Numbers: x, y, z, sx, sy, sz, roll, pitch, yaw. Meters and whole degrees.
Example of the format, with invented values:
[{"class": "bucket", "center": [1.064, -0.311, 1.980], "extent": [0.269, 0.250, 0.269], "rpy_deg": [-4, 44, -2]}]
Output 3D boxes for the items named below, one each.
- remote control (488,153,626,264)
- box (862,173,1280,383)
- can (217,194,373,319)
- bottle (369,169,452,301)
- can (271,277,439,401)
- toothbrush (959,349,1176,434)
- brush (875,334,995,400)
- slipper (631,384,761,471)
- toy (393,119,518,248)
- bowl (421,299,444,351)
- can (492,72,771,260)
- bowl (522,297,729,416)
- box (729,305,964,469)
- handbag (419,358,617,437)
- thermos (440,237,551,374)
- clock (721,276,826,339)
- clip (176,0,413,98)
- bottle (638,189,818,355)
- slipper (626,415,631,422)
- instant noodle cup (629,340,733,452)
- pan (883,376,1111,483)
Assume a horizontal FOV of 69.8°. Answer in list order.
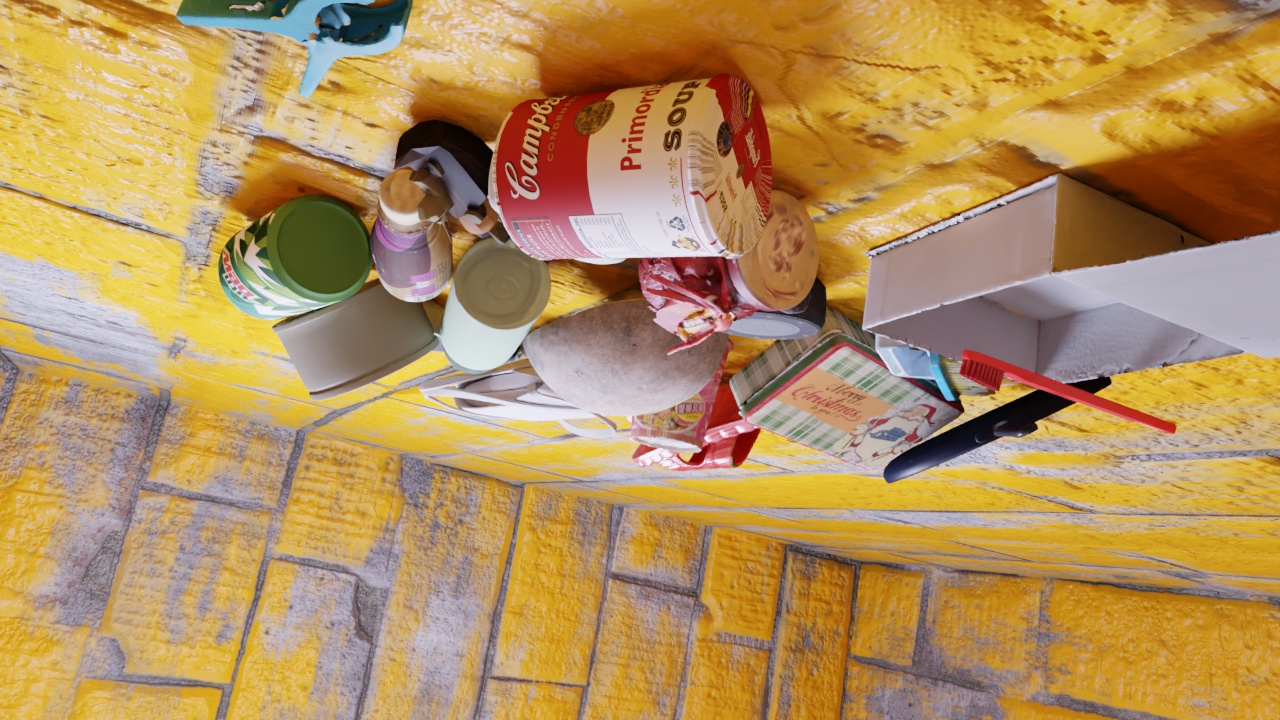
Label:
[{"class": "remote control", "center": [-0.044, -0.096, 0.551], "extent": [0.028, 0.060, 0.114], "rpy_deg": [-3, 165, 35]}, {"class": "box", "center": [0.289, -0.033, 0.475], "extent": [0.166, 0.098, 0.369], "rpy_deg": [15, 172, -21]}, {"class": "can", "center": [-0.283, -0.079, 0.744], "extent": [0.083, 0.083, 0.144], "rpy_deg": [21, 163, -37]}, {"class": "bottle", "center": [-0.166, -0.090, 0.662], "extent": [0.059, 0.059, 0.166], "rpy_deg": [13, 166, -9]}, {"class": "can", "center": [-0.253, -0.024, 0.824], "extent": [0.128, 0.073, 0.127], "rpy_deg": [-21, -166, 5]}, {"class": "toothbrush", "center": [0.276, 0.027, 0.583], "extent": [0.212, 0.018, 0.012], "rpy_deg": [16, 179, -29]}, {"class": "brush", "center": [0.236, -0.002, 0.723], "extent": [0.075, 0.055, 0.136], "rpy_deg": [-2, 162, 26]}, {"class": "slipper", "center": [0.099, 0.068, 0.940], "extent": [0.249, 0.103, 0.059], "rpy_deg": [-23, 108, 36]}, {"class": "toy", "center": [-0.107, -0.101, 0.562], "extent": [0.076, 0.062, 0.100], "rpy_deg": [22, 159, 44]}, {"class": "bowl", "center": [-0.238, -0.043, 0.946], "extent": [0.106, 0.039, 0.106], "rpy_deg": [10, 166, 2]}, {"class": "can", "center": [-0.003, -0.095, 0.468], "extent": [0.117, 0.086, 0.086], "rpy_deg": [3, 164, 30]}, {"class": "bowl", "center": [-0.005, 0.005, 0.769], "extent": [0.178, 0.081, 0.178], "rpy_deg": [-9, 171, -2]}, {"class": "box", "center": [0.183, 0.032, 0.802], "extent": [0.205, 0.051, 0.118], "rpy_deg": [25, 124, -40]}, {"class": "handbag", "center": [-0.142, 0.040, 1.007], "extent": [0.222, 0.095, 0.216], "rpy_deg": [2, 174, -38]}, {"class": "thermos", "center": [-0.133, -0.037, 0.814], "extent": [0.082, 0.082, 0.232], "rpy_deg": [14, 165, -13]}, {"class": "clock", "center": [0.090, -0.046, 0.674], "extent": [0.091, 0.043, 0.122], "rpy_deg": [3, 170, 19]}, {"class": "clip", "center": [-0.151, -0.160, 0.449], "extent": [0.120, 0.027, 0.102], "rpy_deg": [0, 165, 39]}, {"class": "bottle", "center": [0.043, -0.057, 0.565], "extent": [0.099, 0.099, 0.111], "rpy_deg": [21, 168, -37]}, {"class": "slipper", "center": [0.079, 0.053, 1.062], "extent": [0.222, 0.055, 0.106], "rpy_deg": [-13, 154, 35]}, {"class": "instant noodle cup", "center": [0.034, 0.030, 0.892], "extent": [0.098, 0.108, 0.098], "rpy_deg": [10, 167, 2]}, {"class": "pan", "center": [0.276, 0.050, 0.706], "extent": [0.199, 0.021, 0.356], "rpy_deg": [-27, 169, 13]}]
